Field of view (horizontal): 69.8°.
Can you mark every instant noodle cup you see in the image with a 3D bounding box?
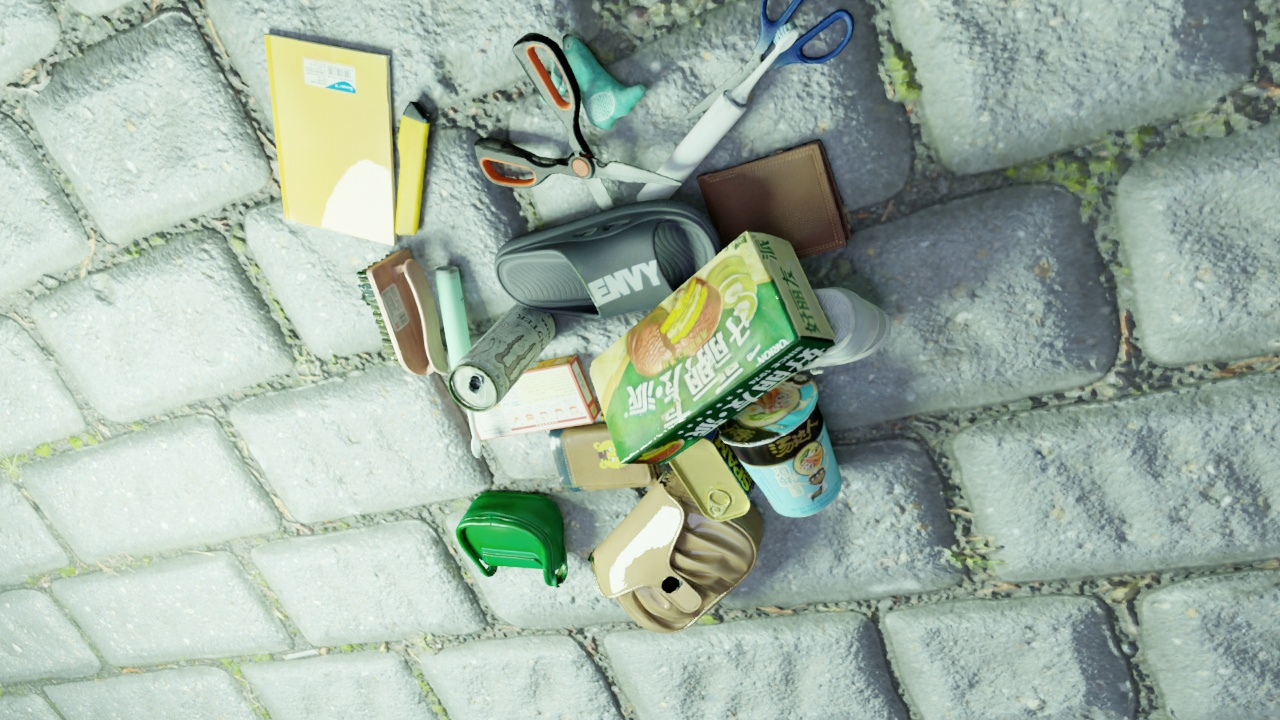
[{"bbox_3d":[0.150,0.092,0.934,0.111,0.111,0.120,-16,120,27],"label":"instant noodle cup"}]

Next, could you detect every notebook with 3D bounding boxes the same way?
[{"bbox_3d":[-0.328,-0.232,0.979,0.146,0.010,0.207,14,122,13],"label":"notebook"}]

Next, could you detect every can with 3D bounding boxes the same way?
[{"bbox_3d":[0.082,0.104,0.972,0.057,0.083,0.102,-24,108,30],"label":"can"},{"bbox_3d":[-0.142,-0.006,0.955,0.058,0.146,0.058,9,122,16],"label":"can"}]

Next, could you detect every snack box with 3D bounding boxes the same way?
[{"bbox_3d":[-0.130,0.044,1.052,0.156,0.026,0.077,-10,114,25],"label":"snack box"},{"bbox_3d":[0.057,-0.004,0.852,0.241,0.063,0.114,-38,60,36],"label":"snack box"}]

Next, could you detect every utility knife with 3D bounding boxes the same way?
[{"bbox_3d":[-0.241,-0.198,0.963,0.033,0.015,0.154,25,125,13],"label":"utility knife"}]

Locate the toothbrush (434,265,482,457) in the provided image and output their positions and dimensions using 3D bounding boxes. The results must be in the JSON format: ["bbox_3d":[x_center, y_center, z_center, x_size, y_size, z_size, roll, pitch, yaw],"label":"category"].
[{"bbox_3d":[-0.200,0.004,1.031,0.026,0.027,0.224,-8,105,-5],"label":"toothbrush"}]

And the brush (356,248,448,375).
[{"bbox_3d":[-0.259,-0.047,1.027,0.073,0.063,0.146,5,121,30],"label":"brush"}]

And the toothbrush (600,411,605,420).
[{"bbox_3d":[-0.006,0.006,0.972,0.015,0.016,0.191,54,138,22],"label":"toothbrush"}]

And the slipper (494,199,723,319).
[{"bbox_3d":[-0.043,-0.078,0.893,0.269,0.083,0.111,-5,131,34],"label":"slipper"}]

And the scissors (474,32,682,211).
[{"bbox_3d":[-0.068,-0.202,0.872,0.235,0.021,0.221,7,130,29],"label":"scissors"}]

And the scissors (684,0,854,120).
[{"bbox_3d":[0.113,-0.254,0.799,0.140,0.012,0.171,18,126,9],"label":"scissors"}]

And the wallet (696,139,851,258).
[{"bbox_3d":[0.123,-0.141,0.850,0.125,0.032,0.101,-12,110,26],"label":"wallet"}]

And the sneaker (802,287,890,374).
[{"bbox_3d":[0.128,-0.025,0.893,0.243,0.090,0.089,-8,82,43],"label":"sneaker"}]

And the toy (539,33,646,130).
[{"bbox_3d":[-0.051,-0.255,0.852,0.097,0.030,0.092,-34,98,40],"label":"toy"}]

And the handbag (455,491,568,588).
[{"bbox_3d":[-0.157,0.226,1.142,0.131,0.067,0.120,-1,119,22],"label":"handbag"}]

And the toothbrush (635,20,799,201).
[{"bbox_3d":[0.067,-0.212,0.822,0.222,0.026,0.026,-45,53,38],"label":"toothbrush"}]

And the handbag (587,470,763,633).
[{"bbox_3d":[0.039,0.225,1.048,0.148,0.099,0.205,36,121,-5],"label":"handbag"}]

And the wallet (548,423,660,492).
[{"bbox_3d":[-0.041,0.112,1.056,0.115,0.033,0.090,-6,116,20],"label":"wallet"}]
